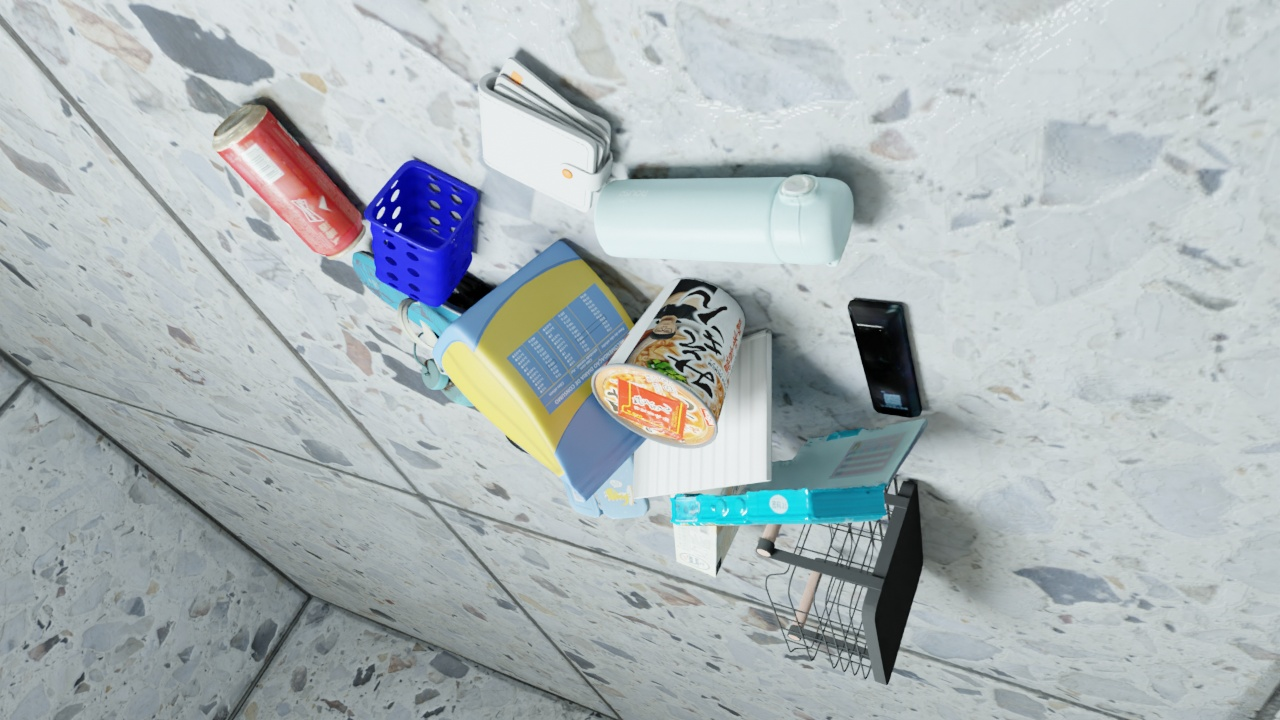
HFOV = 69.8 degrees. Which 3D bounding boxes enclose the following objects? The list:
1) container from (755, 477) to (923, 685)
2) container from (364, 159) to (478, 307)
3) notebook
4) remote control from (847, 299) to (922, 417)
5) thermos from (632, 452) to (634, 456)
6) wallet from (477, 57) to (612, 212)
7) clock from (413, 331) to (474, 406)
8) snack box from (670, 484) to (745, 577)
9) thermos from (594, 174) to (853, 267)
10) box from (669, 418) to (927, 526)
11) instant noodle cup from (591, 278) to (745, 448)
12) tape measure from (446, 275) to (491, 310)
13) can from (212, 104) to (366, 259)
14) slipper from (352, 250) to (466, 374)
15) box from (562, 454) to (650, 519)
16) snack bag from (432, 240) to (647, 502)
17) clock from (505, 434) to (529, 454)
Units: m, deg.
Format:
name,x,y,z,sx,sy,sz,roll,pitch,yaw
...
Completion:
name,x,y,z,sx,sy,sz,roll,pitch,yaw
container,0.227,0.236,1.028,0.130,0.162,0.241,11,147,27
container,-0.215,-0.123,0.915,0.084,0.084,0.114,28,152,2
notebook,0.058,0.060,0.927,0.009,0.142,0.210,13,161,-33
remote control,0.217,0.004,0.815,0.047,0.022,0.150,8,145,31
thermos,0.008,0.113,1.131,0.052,0.052,0.225,29,151,-3
wallet,-0.078,-0.187,0.749,0.118,0.037,0.115,27,151,9
clock,-0.215,0.002,1.103,0.124,0.089,0.053,26,144,-34
snack box,0.086,0.171,1.107,0.057,0.104,0.208,21,150,17
thermos,0.064,-0.111,0.719,0.207,0.065,0.078,7,147,33
box,0.154,0.125,0.898,0.228,0.181,0.071,-19,93,59
instant noodle cup,0.036,-0.003,0.853,0.124,0.121,0.124,21,150,13
tape measure,-0.195,-0.064,1.037,0.067,0.038,0.063,34,151,-12
can,-0.364,-0.184,0.959,0.067,0.067,0.170,1,141,39
slipper,-0.221,-0.025,1.016,0.295,0.060,0.118,32,161,18
box,-0.067,0.100,1.114,0.128,0.034,0.209,-1,115,39
snack bag,-0.073,0.012,0.890,0.205,0.158,0.102,48,149,-2
clock,-0.122,0.091,1.204,0.121,0.042,0.091,14,144,8
